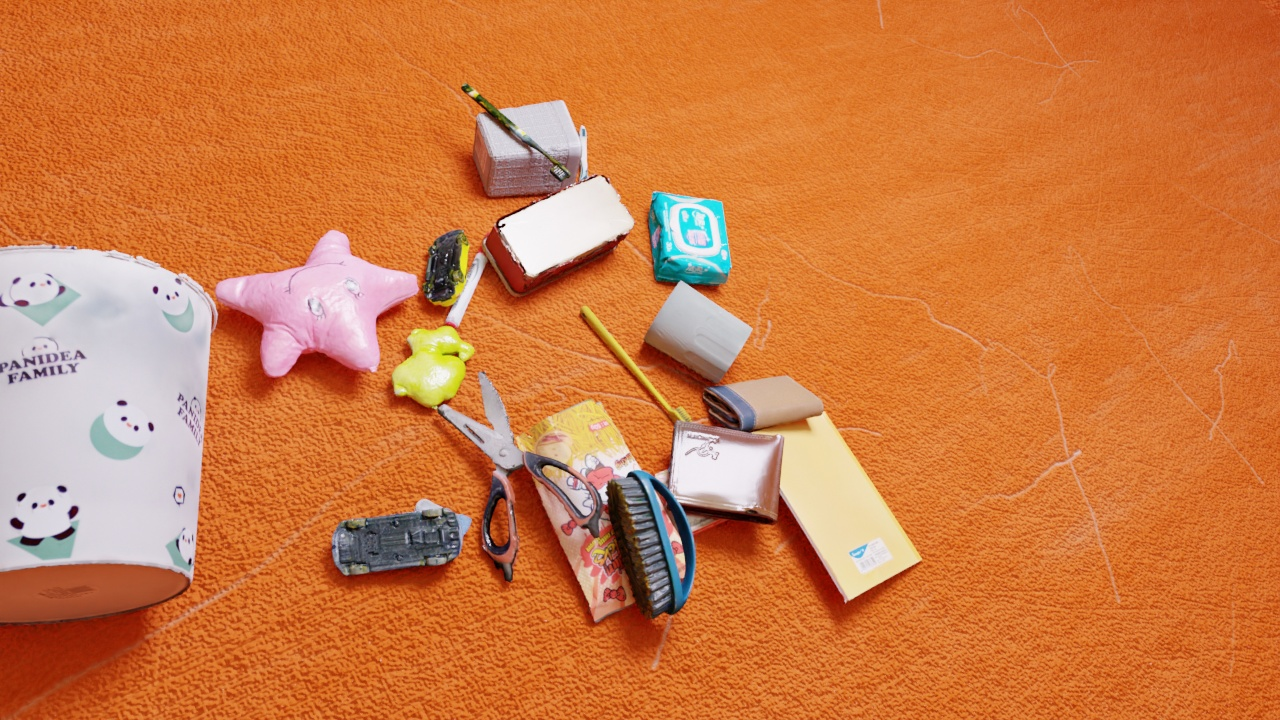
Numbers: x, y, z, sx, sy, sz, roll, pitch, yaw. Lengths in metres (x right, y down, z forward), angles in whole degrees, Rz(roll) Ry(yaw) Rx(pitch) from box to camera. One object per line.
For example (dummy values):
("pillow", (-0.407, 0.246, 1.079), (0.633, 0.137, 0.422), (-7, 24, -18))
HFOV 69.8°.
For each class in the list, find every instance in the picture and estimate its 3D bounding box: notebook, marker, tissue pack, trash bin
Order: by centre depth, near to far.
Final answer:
("trash bin", (-0.473, 0.071, 0.756), (0.229, 0.230, 0.251), (-3, 65, -20))
("notebook", (0.218, 0.155, 1.030), (0.145, 0.010, 0.206), (-12, 62, -42))
("marker", (-0.197, -0.093, 1.071), (0.017, 0.017, 0.144), (20, 54, -5))
("tissue pack", (0.063, -0.158, 1.178), (0.093, 0.050, 0.133), (4, 57, -15))

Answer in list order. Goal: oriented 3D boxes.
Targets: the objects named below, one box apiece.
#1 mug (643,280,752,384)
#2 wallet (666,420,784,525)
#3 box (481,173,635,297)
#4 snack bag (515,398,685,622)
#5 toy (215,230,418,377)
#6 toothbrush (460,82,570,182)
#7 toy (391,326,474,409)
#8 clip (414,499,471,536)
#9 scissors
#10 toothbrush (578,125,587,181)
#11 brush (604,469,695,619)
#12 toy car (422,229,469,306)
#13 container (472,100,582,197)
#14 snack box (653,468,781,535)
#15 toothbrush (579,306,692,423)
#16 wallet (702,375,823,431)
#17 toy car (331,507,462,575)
("mug", (0.074, -0.040, 1.096), (0.103, 0.084, 0.123), (33, 29, 3))
("wallet", (0.090, 0.117, 0.978), (0.124, 0.032, 0.101), (9, 60, -3))
("box", (-0.092, -0.152, 1.092), (0.168, 0.078, 0.091), (-31, 88, -29))
("snack bag", (-0.038, 0.149, 0.946), (0.128, 0.073, 0.207), (-21, 74, -29))
("toy", (-0.322, -0.055, 0.968), (0.194, 0.075, 0.178), (-32, 73, -33))
("toothbrush", (-0.153, -0.275, 1.103), (0.186, 0.012, 0.017), (42, 72, 14))
("toy", (-0.222, 0.006, 0.989), (0.096, 0.031, 0.100), (-7, 61, -25))
("clip", (-0.197, 0.157, 0.909), (0.058, 0.036, 0.025), (29, 56, -4))
("scissors", (-0.126, 0.113, 0.922), (0.189, 0.015, 0.226), (-2, 74, 16))
("toothbrush", (-0.078, -0.240, 1.207), (0.018, 0.016, 0.191), (0, 58, -6))
("brush", (0.016, 0.176, 0.897), (0.073, 0.055, 0.143), (-11, 81, -25))
("toy car", (-0.220, -0.106, 1.057), (0.048, 0.032, 0.105), (-18, 51, 18))
("container", (-0.146, -0.263, 1.156), (0.114, 0.090, 0.090), (-12, 62, -21))
("snack box", (0.092, 0.136, 1.013), (0.152, 0.026, 0.075), (-19, 66, -27))
("toothbrush", (-0.006, 0.006, 1.070), (0.016, 0.016, 0.190), (-30, 71, -36))
("wallet", (0.141, 0.049, 1.064), (0.115, 0.033, 0.090), (-10, 26, -24))
("toy car", (-0.230, 0.172, 0.872), (0.120, 0.037, 0.054), (-5, 82, -12))
